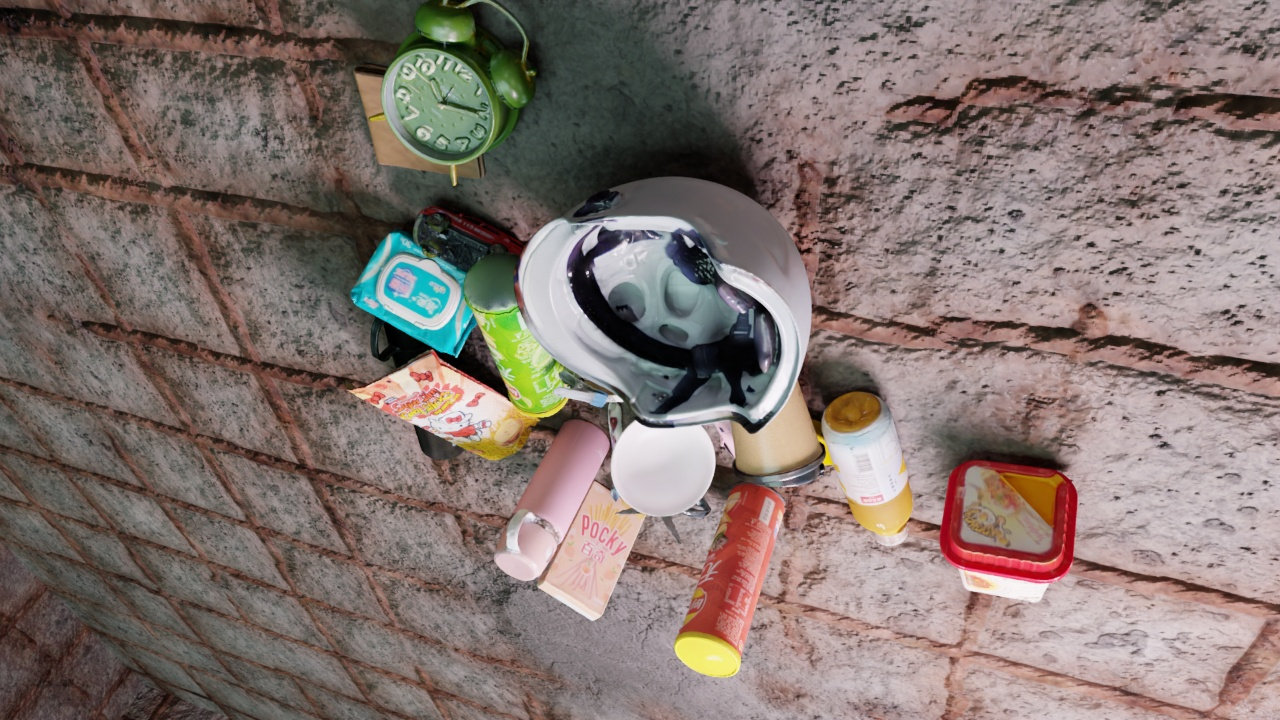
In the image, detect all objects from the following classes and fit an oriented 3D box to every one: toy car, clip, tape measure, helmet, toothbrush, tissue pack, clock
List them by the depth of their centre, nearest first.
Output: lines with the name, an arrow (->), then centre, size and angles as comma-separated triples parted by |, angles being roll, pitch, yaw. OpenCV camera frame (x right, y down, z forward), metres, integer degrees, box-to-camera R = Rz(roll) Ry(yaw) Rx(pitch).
clock -> -0.153, -0.234, 0.772 | 0.116, 0.056, 0.162 | 37, 126, -13
helmet -> 0.033, -0.065, 0.791 | 0.259, 0.145, 0.229 | 6, 132, 36
toy car -> -0.170, -0.116, 0.926 | 0.120, 0.045, 0.053 | 25, 139, -6
clip -> -0.061, 0.031, 0.948 | 0.056, 0.027, 0.024 | 21, 145, -7
tape measure -> 0.177, 0.084, 0.958 | 0.060, 0.028, 0.057 | -6, 130, 34
toy car -> 0.099, 0.066, 0.963 | 0.037, 0.056, 0.122 | -14, 125, 30
tissue pack -> -0.225, -0.071, 0.965 | 0.133, 0.093, 0.050 | 28, -178, -1
toothbrush -> -0.031, 0.113, 1.113 | 0.016, 0.017, 0.188 | 15, 139, 14

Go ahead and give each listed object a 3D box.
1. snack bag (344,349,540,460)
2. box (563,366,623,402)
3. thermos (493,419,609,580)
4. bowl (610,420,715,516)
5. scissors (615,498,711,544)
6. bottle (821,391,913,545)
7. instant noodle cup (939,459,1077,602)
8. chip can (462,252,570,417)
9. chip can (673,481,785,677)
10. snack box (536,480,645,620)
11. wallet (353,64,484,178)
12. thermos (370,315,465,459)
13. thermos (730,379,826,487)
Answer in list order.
snack bag -> -0.216, 0.050, 1.043 | 0.129, 0.073, 0.207 | -16, 151, 26
box -> -0.009, -0.002, 0.945 | 0.164, 0.075, 0.073 | -5, 135, 36
thermos -> -0.103, 0.152, 1.056 | 0.067, 0.198, 0.087 | 12, 136, 20
bowl -> 0.019, 0.110, 1.035 | 0.118, 0.118, 0.065 | 39, 178, -14
scissors -> 0.018, 0.165, 1.063 | 0.159, 0.180, 0.014 | 31, 103, 37
bottle -> 0.235, 0.116, 0.929 | 0.068, 0.067, 0.190 | -1, 132, 30
instant noodle cup -> 0.358, 0.173, 0.898 | 0.116, 0.116, 0.124 | 6, 148, 23
chip can -> -0.123, -0.022, 0.942 | 0.072, 0.072, 0.221 | 15, 152, 14
chip can -> 0.103, 0.235, 1.014 | 0.073, 0.216, 0.073 | 14, 138, 13
snack box -> -0.059, 0.236, 1.150 | 0.084, 0.156, 0.026 | 34, 142, -9
wallet -> -0.205, -0.221, 0.857 | 0.115, 0.020, 0.101 | 13, 139, 13
thermos -> -0.264, 0.023, 1.092 | 0.068, 0.089, 0.243 | 30, 145, 30
thermos -> 0.125, 0.051, 0.889 | 0.093, 0.092, 0.143 | -5, 107, 33
